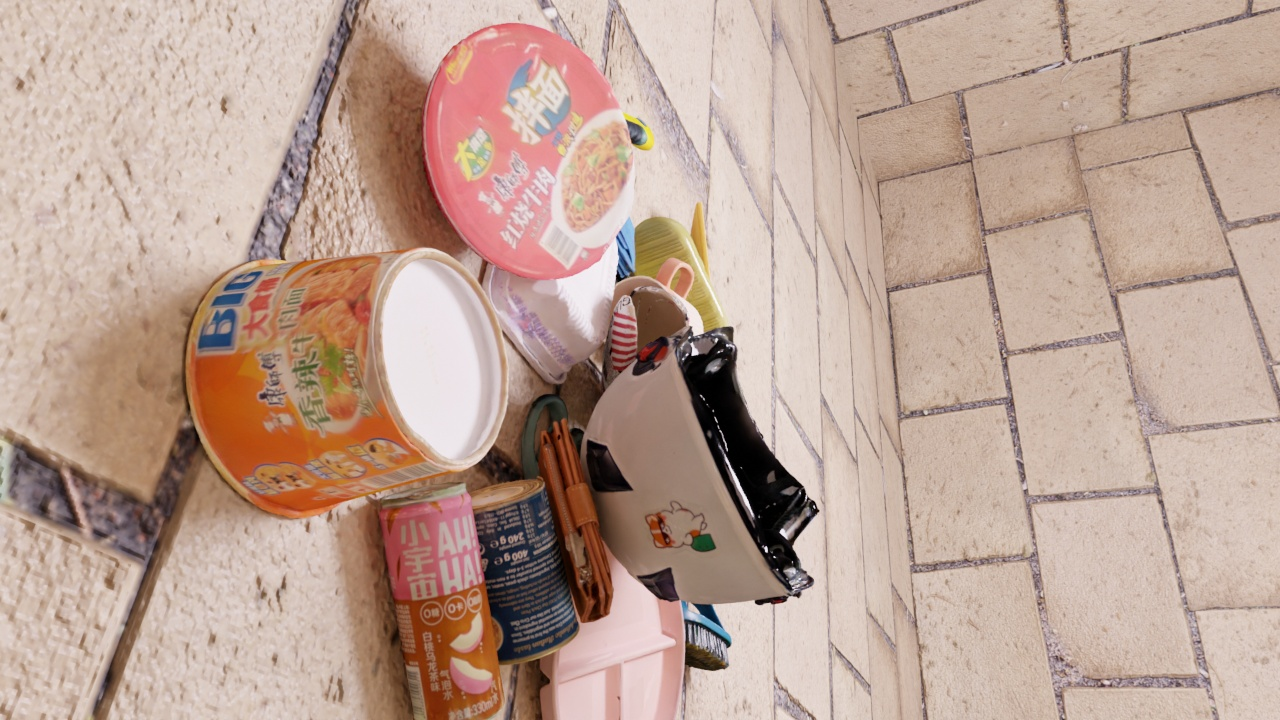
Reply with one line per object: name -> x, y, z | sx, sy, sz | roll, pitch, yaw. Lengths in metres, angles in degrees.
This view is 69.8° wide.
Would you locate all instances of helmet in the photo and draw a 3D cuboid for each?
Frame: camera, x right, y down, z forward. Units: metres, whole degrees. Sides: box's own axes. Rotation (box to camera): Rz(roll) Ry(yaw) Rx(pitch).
helmet -> 0.033, 0.096, 0.749 | 0.230, 0.157, 0.273 | 63, 17, -7

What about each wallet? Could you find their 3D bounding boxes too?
wallet -> -0.042, -0.161, 0.924 | 0.106, 0.040, 0.133 | -89, 154, -53
wallet -> -0.049, 0.121, 0.678 | 0.108, 0.031, 0.131 | 103, -30, -64

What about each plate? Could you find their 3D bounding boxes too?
plate -> -0.021, 0.259, 0.797 | 0.229, 0.028, 0.229 | 16, 71, -60

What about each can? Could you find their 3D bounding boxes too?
can -> -0.125, 0.154, 0.579 | 0.057, 0.058, 0.147 | -9, 89, -68
can -> -0.091, 0.144, 0.642 | 0.075, 0.075, 0.111 | -26, 104, -67

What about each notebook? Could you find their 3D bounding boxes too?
notebook -> 0.081, -0.080, 1.166 | 0.146, 0.010, 0.206 | 89, -5, -80

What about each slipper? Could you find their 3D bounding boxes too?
slipper -> 0.047, -0.081, 1.056 | 0.081, 0.092, 0.190 | -64, 137, -61

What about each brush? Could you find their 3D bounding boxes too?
brush -> 0.056, 0.280, 0.965 | 0.144, 0.055, 0.073 | 49, 39, -51

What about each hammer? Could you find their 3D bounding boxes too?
hammer -> -0.047, -0.256, 0.933 | 0.126, 0.032, 0.322 | 54, 16, 5

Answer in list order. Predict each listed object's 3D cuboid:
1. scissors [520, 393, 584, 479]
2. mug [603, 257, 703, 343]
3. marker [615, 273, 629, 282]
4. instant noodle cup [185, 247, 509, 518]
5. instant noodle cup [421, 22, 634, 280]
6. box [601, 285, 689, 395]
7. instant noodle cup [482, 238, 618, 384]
scissors -> -0.084, 0.095, 0.756 | 0.184, 0.019, 0.130 | -62, 136, -59
mug -> 0.020, -0.050, 0.960 | 0.114, 0.082, 0.105 | -64, 157, 3
marker -> -0.025, -0.094, 0.983 | 0.124, 0.015, 0.018 | 50, 33, -46
instant noodle cup -> -0.151, 0.007, 0.509 | 0.151, 0.112, 0.151 | -10, 90, -67
instant noodle cup -> -0.095, -0.154, 0.710 | 0.193, 0.066, 0.194 | 2, 87, -42
box -> -0.010, 0.007, 0.854 | 0.087, 0.076, 0.163 | -51, 164, -35
instant noodle cup -> -0.069, -0.081, 0.814 | 0.138, 0.060, 0.173 | 55, 34, -46
